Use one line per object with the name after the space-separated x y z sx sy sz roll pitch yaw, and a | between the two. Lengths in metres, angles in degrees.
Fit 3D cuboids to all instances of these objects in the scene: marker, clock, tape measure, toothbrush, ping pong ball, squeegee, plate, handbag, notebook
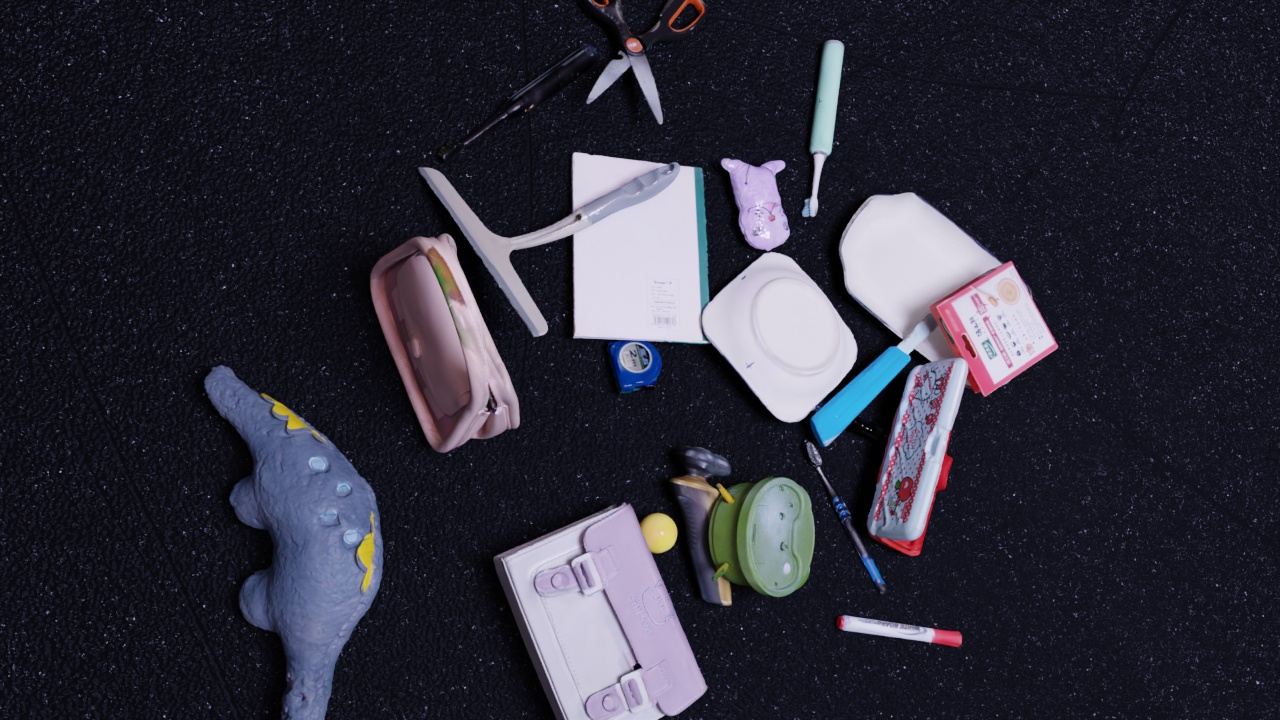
0.215 0.059 1.015 0.132 0.022 0.020 25 88 -8 | marker
0.132 0.178 0.933 0.161 0.056 0.116 14 77 -45 | clock
-0.006 0.006 0.963 0.054 0.025 0.058 -9 71 -19 | tape measure
0.214 -0.272 1.076 0.026 0.027 0.224 22 72 -44 | toothbrush
0.017 0.175 0.930 0.040 0.040 0.040 3 79 -15 | ping pong ball
-0.063 -0.151 0.950 0.246 0.039 0.246 -26 62 -21 | squeegee
0.280 0.292 0.991 0.145 0.017 0.017 12 77 -13 | marker
0.341 -0.079 1.069 0.265 0.034 0.161 36 73 -6 | plate
-0.036 0.251 0.876 0.144 0.099 0.197 -22 86 -23 | handbag
-0.167 -0.026 0.816 0.093 0.235 0.193 -20 85 -20 | handbag
-0.130 -0.275 0.985 0.212 0.026 0.027 -40 57 -17 | toothbrush
0.224 0.171 1.000 0.014 0.016 0.189 -27 88 -11 | toothbrush
0.162 -0.032 0.995 0.164 0.034 0.163 50 59 -2 | plate
0.001 -0.121 0.986 0.150 0.012 0.209 3 73 -14 | notebook

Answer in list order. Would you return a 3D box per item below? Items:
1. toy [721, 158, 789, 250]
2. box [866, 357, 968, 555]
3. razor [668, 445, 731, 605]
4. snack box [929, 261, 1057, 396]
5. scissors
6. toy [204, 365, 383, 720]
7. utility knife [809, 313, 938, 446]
0.136 -0.175 1.030 0.083 0.039 0.108 -8 80 -25 | toy
0.310 0.104 0.978 0.112 0.100 0.201 28 73 -30 | box
0.070 0.169 0.941 0.067 0.062 0.167 -8 88 -18 | razor
0.386 -0.032 1.025 0.127 0.044 0.113 -28 90 -23 | snack box
-0.003 -0.364 1.018 0.230 0.022 0.221 -30 79 -27 | scissors
-0.301 0.166 0.821 0.138 0.091 0.356 -12 81 -5 | toy
0.263 0.015 1.010 0.209 0.018 0.034 -41 91 -14 | utility knife
